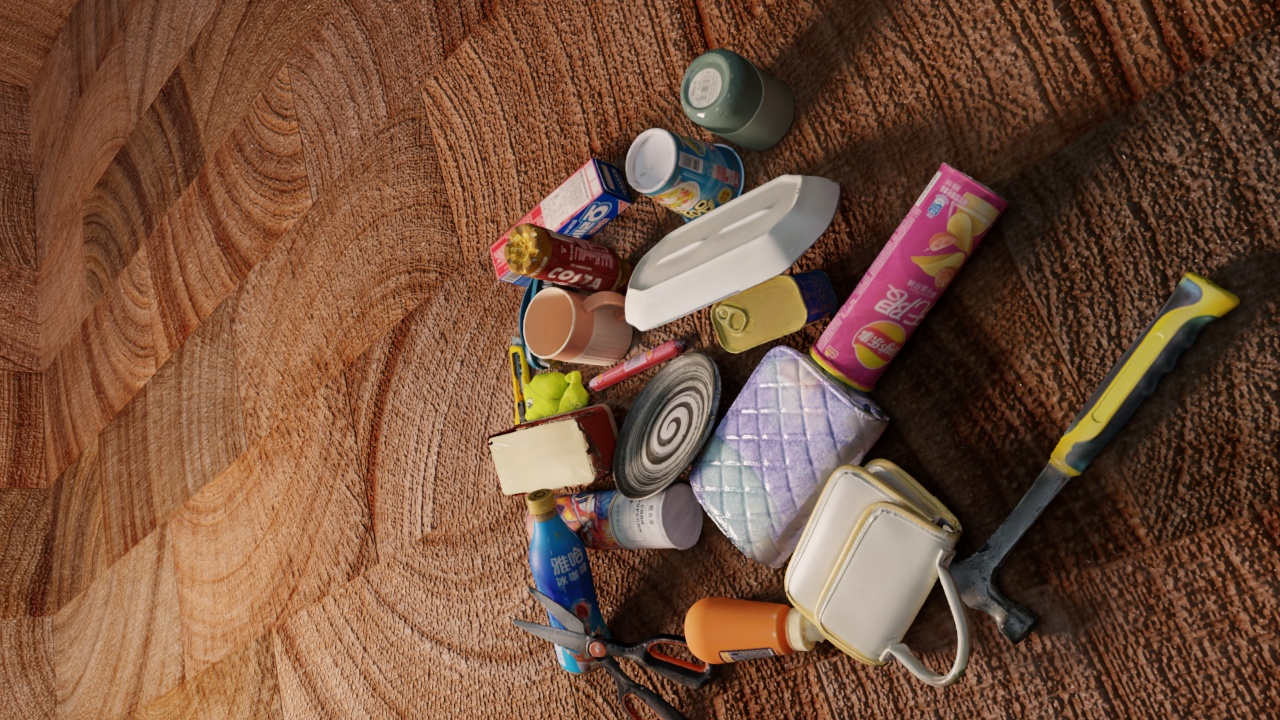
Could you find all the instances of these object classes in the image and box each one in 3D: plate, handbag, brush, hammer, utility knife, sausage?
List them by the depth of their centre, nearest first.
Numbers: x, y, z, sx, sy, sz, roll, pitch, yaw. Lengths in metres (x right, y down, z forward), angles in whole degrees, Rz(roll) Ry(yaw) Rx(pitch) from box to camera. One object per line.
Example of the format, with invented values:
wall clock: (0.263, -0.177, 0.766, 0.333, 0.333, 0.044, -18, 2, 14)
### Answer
hammer: (0.355, 0.071, 0.752, 0.126, 0.031, 0.324, 43, 112, 35)
handbag: (0.220, 0.195, 0.808, 0.179, 0.063, 0.164, 42, 123, 39)
handbag: (0.143, 0.090, 0.903, 0.134, 0.075, 0.194, 50, 117, 39)
plate: (0.082, -0.119, 0.951, 0.266, 0.034, 0.161, -21, 31, 38)
plate: (0.033, 0.073, 1.002, 0.180, 0.024, 0.179, -44, 29, 32)
sausage: (-0.006, 0.006, 1.082, 0.156, 0.020, 0.020, -25, 68, 36)
brush: (-0.122, -0.060, 1.167, 0.074, 0.055, 0.144, 5, 87, 41)
utility knife: (-0.157, 0.044, 1.209, 0.033, 0.015, 0.167, -21, 70, 34)

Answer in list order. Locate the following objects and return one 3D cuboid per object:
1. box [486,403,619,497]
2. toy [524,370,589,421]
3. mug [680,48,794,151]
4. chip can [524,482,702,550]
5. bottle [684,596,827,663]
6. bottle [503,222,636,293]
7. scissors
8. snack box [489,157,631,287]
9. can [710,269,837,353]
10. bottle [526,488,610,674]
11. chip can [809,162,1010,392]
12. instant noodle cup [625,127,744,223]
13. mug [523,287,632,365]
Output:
box: (-0.108, 0.114, 1.102, 0.169, 0.076, 0.091, -15, 93, 39)
toy: (-0.107, 0.048, 1.155, 0.100, 0.031, 0.097, 37, 108, 33)
mug: (0.093, -0.286, 0.980, 0.082, 0.106, 0.111, -53, 54, 23)
chip can: (-0.035, 0.182, 1.048, 0.215, 0.071, 0.071, -12, 76, 40)
bottle: (0.119, 0.267, 0.912, 0.150, 0.066, 0.066, -11, 76, 32)
bottle: (-0.074, -0.112, 1.053, 0.058, 0.174, 0.057, -8, 78, 40)
scissors: (-0.032, 0.329, 0.988, 0.227, 0.021, 0.198, -4, 99, 13)
snack box: (-0.104, -0.171, 1.167, 0.208, 0.057, 0.058, -34, 60, 33)
can: (0.136, -0.051, 0.917, 0.102, 0.083, 0.057, -22, 86, 37)
bottle: (-0.085, 0.245, 1.026, 0.065, 0.065, 0.219, 3, 114, 41)
chip can: (0.244, -0.074, 0.843, 0.071, 0.071, 0.211, 46, 113, 35)
instant noodle cup: (0.045, -0.205, 1.008, 0.099, 0.109, 0.099, -7, 79, 39)
mug: (-0.061, -0.045, 1.079, 0.115, 0.105, 0.081, -33, 63, 33)
